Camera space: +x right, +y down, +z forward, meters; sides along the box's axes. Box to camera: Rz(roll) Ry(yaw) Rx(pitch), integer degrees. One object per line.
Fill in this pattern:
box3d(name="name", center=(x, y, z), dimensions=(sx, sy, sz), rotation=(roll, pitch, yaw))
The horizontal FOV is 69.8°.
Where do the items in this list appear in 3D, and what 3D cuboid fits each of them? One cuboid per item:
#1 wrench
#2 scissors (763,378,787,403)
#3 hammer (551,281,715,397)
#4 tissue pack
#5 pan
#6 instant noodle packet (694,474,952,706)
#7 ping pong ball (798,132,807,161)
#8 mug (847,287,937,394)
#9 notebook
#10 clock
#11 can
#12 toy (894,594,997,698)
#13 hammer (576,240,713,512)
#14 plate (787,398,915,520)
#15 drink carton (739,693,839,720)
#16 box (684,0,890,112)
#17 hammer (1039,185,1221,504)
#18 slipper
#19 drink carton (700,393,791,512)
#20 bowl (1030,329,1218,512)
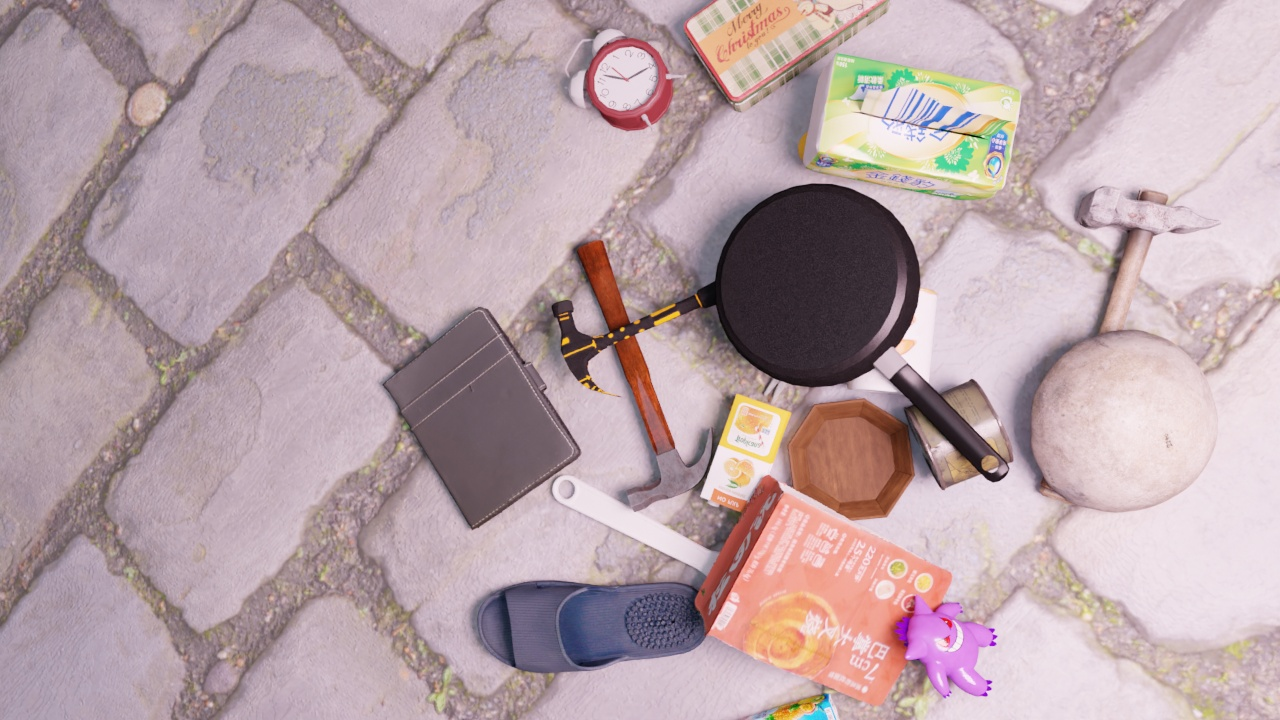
box3d(name="wrench", center=(0.022, 0.195, 1.007), dimensions=(0.273, 0.018, 0.066), rotation=(25, 92, 15))
box3d(name="scissors", center=(0.183, -0.022, 0.983), dimensions=(0.144, 0.019, 0.126), rotation=(-16, 83, 13))
box3d(name="hammer", center=(0.065, -0.062, 0.988), dimensions=(0.321, 0.036, 0.123), rotation=(-23, 80, 5))
box3d(name="tissue pack", center=(0.271, -0.232, 0.894), dimensions=(0.197, 0.141, 0.120), rotation=(5, 89, -1))
box3d(name="pan", center=(0.215, -0.022, 0.883), dimensions=(0.204, 0.044, 0.355), rotation=(-46, 68, 15))
box3d(name="instant noodle packet", center=(0.190, 0.240, 0.925), dimensions=(0.221, 0.084, 0.164), rotation=(27, 94, -6))
box3d(name="ping pong ball", center=(0.189, -0.228, 0.984), dimensions=(0.040, 0.040, 0.040), rotation=(-1, 86, 13))
box3d(name="mug", center=(0.255, -0.019, 0.933), dimensions=(0.082, 0.082, 0.105), rotation=(5, 87, 13))
box3d(name="notebook", center=(-0.184, 0.064, 1.059), dimensions=(0.170, 0.029, 0.209), rotation=(-36, 83, 10))
box3d(name="clock", center=(-0.022, -0.316, 1.036), dimensions=(0.137, 0.048, 0.096), rotation=(32, 93, 12))
box3d(name="can", center=(0.315, 0.073, 0.909), dimensions=(0.075, 0.090, 0.090), rotation=(-24, 81, 10))
box3d(name="toy", center=(0.298, 0.282, 0.908), dimensions=(0.088, 0.056, 0.105), rotation=(35, 50, -10))
box3d(name="hammer", center=(-0.006, 0.006, 1.017), dimensions=(0.111, 0.028, 0.300), rotation=(-21, 80, 5))
box3d(name="plate", center=(0.220, 0.104, 0.961), dimensions=(0.131, 0.025, 0.131), rotation=(-1, 86, 13))
box3d(name="drink carton", center=(0.142, 0.383, 0.951), dimensions=(0.129, 0.044, 0.038), rotation=(-21, 81, 9))
box3d(name="box", center=(0.159, -0.374, 0.998), dimensions=(0.206, 0.050, 0.117), rotation=(-32, 79, 10))
box3d(name="hammer", center=(0.461, -0.013, 0.906), dimensions=(0.121, 0.049, 0.319), rotation=(17, 92, 8))
box3d(name="slipper", center=(-0.059, 0.290, 0.986), dimensions=(0.264, 0.082, 0.101), rotation=(-7, 87, 12))
box3d(name="drink carton", center=(0.112, 0.103, 0.979), dimensions=(0.058, 0.040, 0.122), rotation=(20, 91, 14))
box3d(name="bowl", center=(0.463, 0.063, 0.851), dimensions=(0.178, 0.081, 0.178), rotation=(0, 95, -5))
